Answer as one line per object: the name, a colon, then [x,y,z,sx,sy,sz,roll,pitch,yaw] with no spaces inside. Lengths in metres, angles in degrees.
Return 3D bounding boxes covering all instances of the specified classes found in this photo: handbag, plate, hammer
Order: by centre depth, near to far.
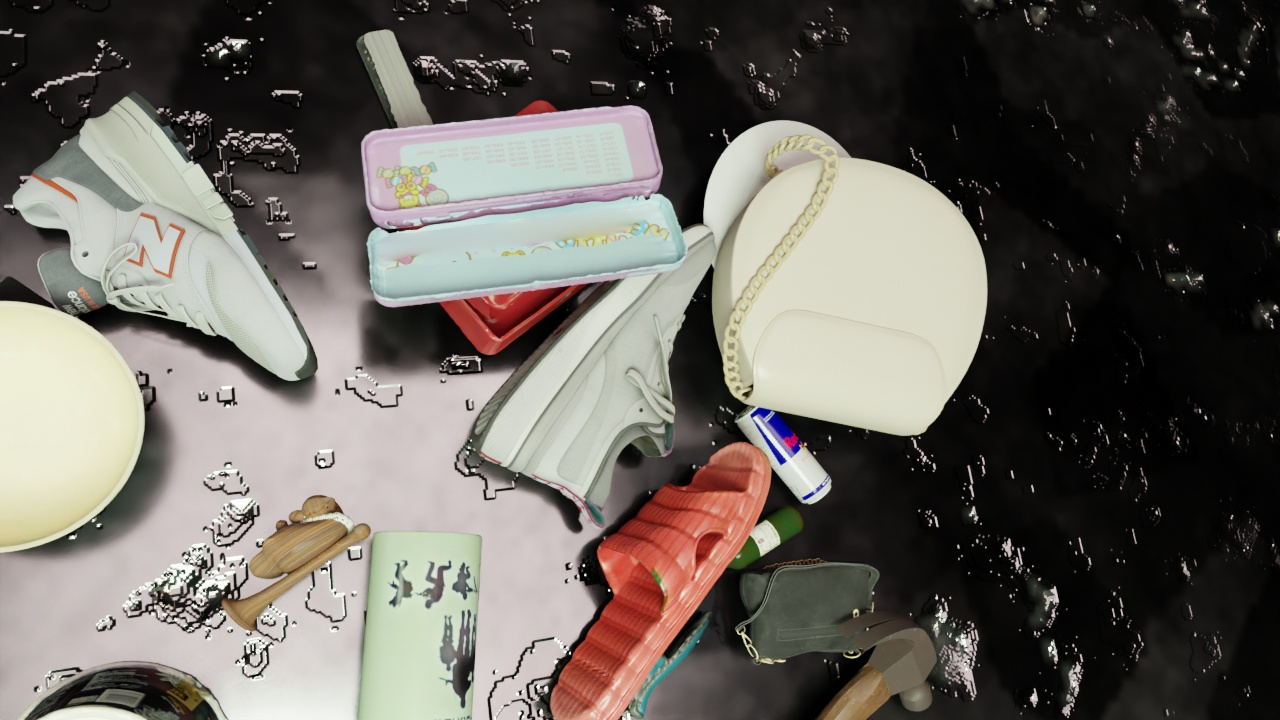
hammer: [0.105,0.313,0.693,0.322,0.033,0.115,-37,121,-18]
handbag: [0.168,-0.055,0.733,0.210,0.103,0.208,12,79,-8]
handbag: [0.134,0.201,0.734,0.128,0.054,0.079,0,81,-21]
plate: [0.141,-0.119,0.809,0.188,0.016,0.188,1,88,-27]

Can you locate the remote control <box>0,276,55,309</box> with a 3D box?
remote control: [-0.452,0.012,0.600,0.034,0.013,0.149,37,68,-11]

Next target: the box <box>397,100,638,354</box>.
box: [-0.095,-0.101,0.715,0.157,0.110,0.134,-40,80,-20]

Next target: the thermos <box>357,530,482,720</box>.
thermos: [-0.153,0.232,0.613,0.082,0.082,0.231,6,75,-18]

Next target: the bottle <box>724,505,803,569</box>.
bottle: [0.087,0.152,0.744,0.105,0.025,0.025,-27,86,-23]

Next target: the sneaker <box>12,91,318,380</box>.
sneaker: [-0.333,-0.062,0.628,0.124,0.089,0.239,-34,81,-19]

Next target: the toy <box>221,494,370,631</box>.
toy: [-0.237,0.132,0.627,0.101,0.042,0.055,-35,54,-15]

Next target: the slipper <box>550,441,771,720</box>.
slipper: [0.004,0.154,0.674,0.059,0.104,0.248,42,74,-20]

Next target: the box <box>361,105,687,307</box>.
box: [-0.084,-0.109,0.644,0.214,0.035,0.150,-8,60,-9]

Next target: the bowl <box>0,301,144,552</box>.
bowl: [-0.393,0.044,0.577,0.150,0.075,0.150,4,79,-22]

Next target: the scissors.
scissors: [0.002,0.232,0.699,0.147,0.019,0.123,-11,81,-19]

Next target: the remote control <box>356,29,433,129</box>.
remote control: [-0.190,-0.205,0.744,0.033,0.013,0.136,-22,86,-22]

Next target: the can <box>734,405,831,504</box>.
can: [0.120,0.076,0.770,0.032,0.032,0.095,-40,92,-23]

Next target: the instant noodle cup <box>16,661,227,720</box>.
instant noodle cup: [-0.317,0.250,0.534,0.137,0.112,0.137,5,74,-17]

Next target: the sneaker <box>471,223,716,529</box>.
sneaker: [-0.004,0.004,0.718,0.128,0.097,0.262,44,68,-12]
